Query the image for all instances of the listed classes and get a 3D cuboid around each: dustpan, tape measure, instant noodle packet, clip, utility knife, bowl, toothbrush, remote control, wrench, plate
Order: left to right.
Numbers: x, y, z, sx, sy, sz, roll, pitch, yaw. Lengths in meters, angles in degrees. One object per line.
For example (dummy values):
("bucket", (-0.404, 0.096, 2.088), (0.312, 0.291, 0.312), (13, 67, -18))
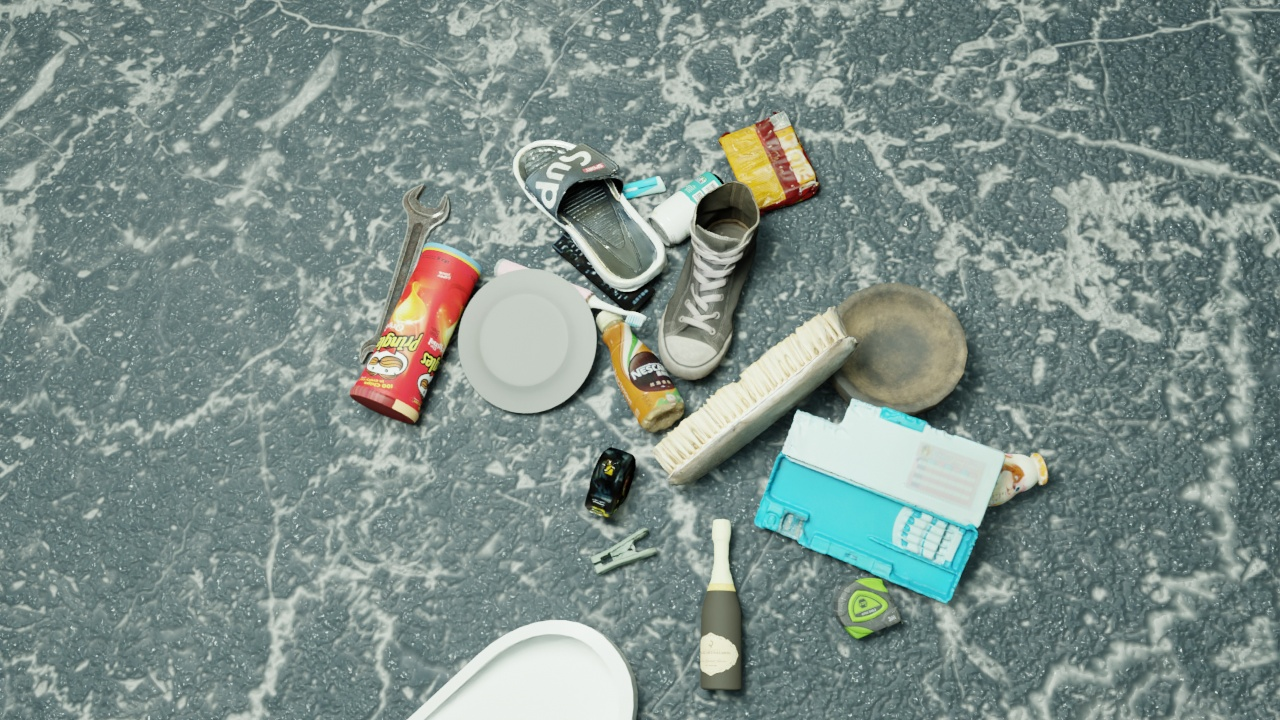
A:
("wrench", (-0.313, -0.111, 1.215), (0.070, 0.010, 0.272), (10, 72, 9))
("plate", (-0.142, -0.025, 1.127), (0.178, 0.012, 0.178), (-1, 87, 12))
("dustpan", (-0.123, 0.400, 0.994), (0.257, 0.053, 0.191), (-40, 72, -8))
("toothbrush", (-0.090, -0.084, 1.151), (0.223, 0.027, 0.026), (22, 78, 24))
("remote control", (-0.048, -0.116, 1.184), (0.047, 0.022, 0.150), (-45, 71, -9))
("tape measure", (-0.034, 0.138, 1.067), (0.042, 0.072, 0.071), (14, 102, 15))
("utility knife", (-0.037, -0.219, 1.221), (0.141, 0.015, 0.022), (-14, 90, 3))
("clip", (-0.019, 0.223, 1.062), (0.075, 0.023, 0.037), (-25, 71, -1))
("instant noodle packet", (0.168, -0.259, 1.200), (0.098, 0.040, 0.135), (-21, 72, -2))
("tape measure", (0.245, 0.271, 1.011), (0.065, 0.036, 0.058), (-18, 79, -3))
("bowl", (0.295, -0.005, 1.081), (0.162, 0.070, 0.162), (-2, 71, 5))

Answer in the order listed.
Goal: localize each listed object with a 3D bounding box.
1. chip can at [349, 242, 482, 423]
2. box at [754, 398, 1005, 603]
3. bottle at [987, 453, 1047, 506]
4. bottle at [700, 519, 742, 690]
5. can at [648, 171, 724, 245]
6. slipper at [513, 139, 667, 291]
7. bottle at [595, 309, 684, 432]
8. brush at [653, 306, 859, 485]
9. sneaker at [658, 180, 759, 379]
("chip can", (-0.277, -0.035, 1.145), (0.087, 0.087, 0.213), (18, 73, 12))
("box", (0.261, 0.142, 1.012), (0.227, 0.039, 0.182), (21, 101, 14))
("bottle", (0.396, 0.131, 1.028), (0.109, 0.063, 0.063), (-9, 70, 2))
("bottle", (0.090, 0.269, 1.021), (0.045, 0.045, 0.184), (0, 71, 6))
("can", (0.064, -0.195, 1.180), (0.101, 0.055, 0.055), (-37, 71, -7))
("slipper", (-0.066, -0.203, 1.175), (0.111, 0.063, 0.263), (-34, 71, -9))
("bottle", (-0.007, 0.007, 1.117), (0.059, 0.059, 0.167), (-28, 62, -4))
("brush", (0.128, 0.046, 1.038), (0.272, 0.083, 0.056), (-41, 69, 15))
("sneaker", (0.083, -0.096, 1.102), (0.095, 0.120, 0.234), (21, 70, 12))
